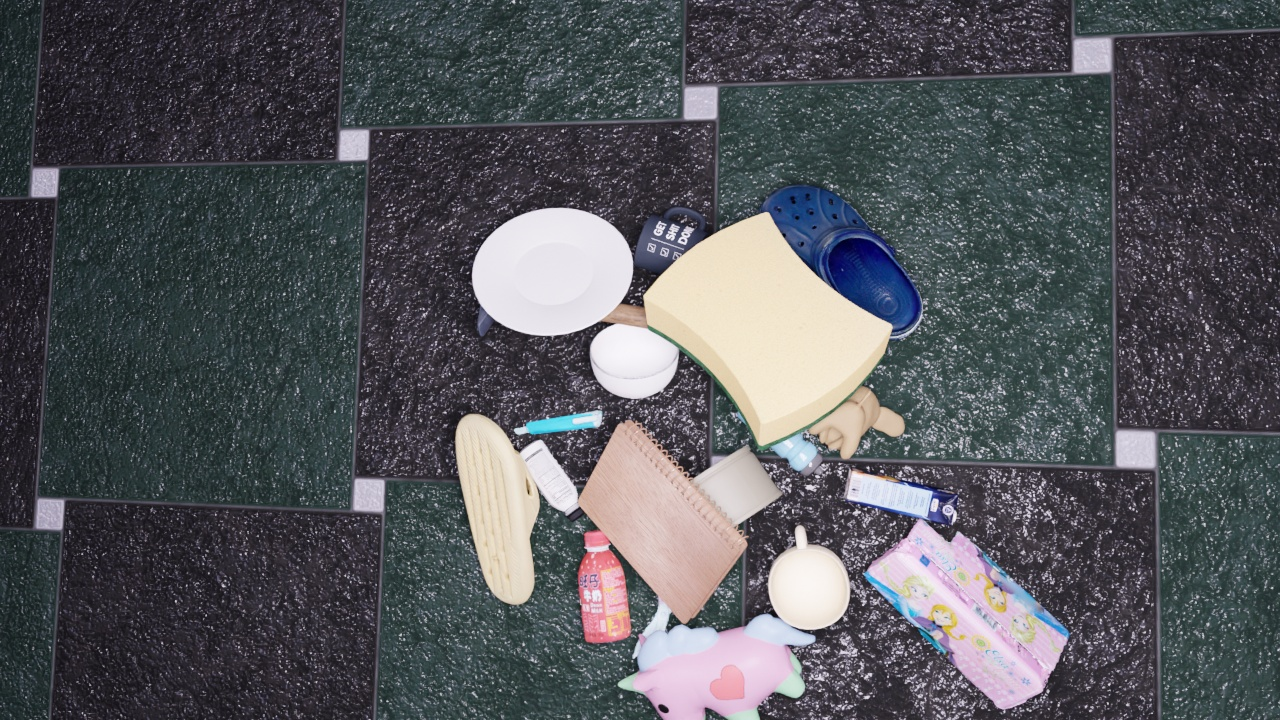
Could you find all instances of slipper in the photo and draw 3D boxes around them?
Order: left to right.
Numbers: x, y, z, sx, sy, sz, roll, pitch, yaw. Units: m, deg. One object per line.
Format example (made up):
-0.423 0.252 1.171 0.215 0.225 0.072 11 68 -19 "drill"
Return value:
-0.170 0.190 1.198 0.111 0.079 0.261 6 107 45 "slipper"
0.257 -0.134 1.147 0.105 0.095 0.253 -43 78 3 "slipper"

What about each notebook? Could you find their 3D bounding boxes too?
0.022 0.192 1.116 0.210 0.022 0.170 45 131 22 "notebook"

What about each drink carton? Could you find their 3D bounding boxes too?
0.321 0.168 1.135 0.130 0.064 0.040 12 90 10 "drink carton"

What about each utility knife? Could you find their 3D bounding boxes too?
-0.112 0.085 1.235 0.124 0.015 0.022 -7 72 11 "utility knife"

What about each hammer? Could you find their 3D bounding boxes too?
-0.056 -0.064 1.191 0.322 0.040 0.129 9 54 9 "hammer"

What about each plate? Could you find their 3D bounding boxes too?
-0.114 -0.116 1.197 0.208 0.015 0.208 -1 57 2 "plate"

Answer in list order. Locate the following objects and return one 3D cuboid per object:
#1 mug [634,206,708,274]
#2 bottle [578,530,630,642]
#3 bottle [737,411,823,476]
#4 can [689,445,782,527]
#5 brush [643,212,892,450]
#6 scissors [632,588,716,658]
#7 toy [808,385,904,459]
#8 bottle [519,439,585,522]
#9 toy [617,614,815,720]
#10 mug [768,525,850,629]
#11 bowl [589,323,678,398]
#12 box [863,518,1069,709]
0.047 -0.158 1.204 0.077 0.071 0.104 20 63 10 "mug"
-0.050 0.290 1.187 0.062 0.062 0.137 -8 84 8 "bottle"
0.183 0.099 1.174 0.130 0.040 0.040 43 93 9 "bottle"
0.102 0.169 1.138 0.128 0.127 0.073 -34 80 5 "can"
0.147 -0.040 1.098 0.194 0.075 0.250 -35 64 -14 "brush"
0.049 0.325 1.193 0.105 0.016 0.179 15 88 10 "scissors"
0.257 0.070 1.136 0.134 0.108 0.106 38 109 9 "toy"
-0.115 0.162 1.216 0.041 0.041 0.116 -38 81 5 "bottle"
0.096 0.374 1.129 0.171 0.120 0.222 44 102 -7 "toy"
0.205 0.262 1.128 0.096 0.099 0.120 -10 83 10 "mug"
-0.007 0.007 1.187 0.113 0.063 0.113 -1 42 1 "bowl"
0.401 0.302 1.131 0.230 0.105 0.087 44 137 10 "box"
